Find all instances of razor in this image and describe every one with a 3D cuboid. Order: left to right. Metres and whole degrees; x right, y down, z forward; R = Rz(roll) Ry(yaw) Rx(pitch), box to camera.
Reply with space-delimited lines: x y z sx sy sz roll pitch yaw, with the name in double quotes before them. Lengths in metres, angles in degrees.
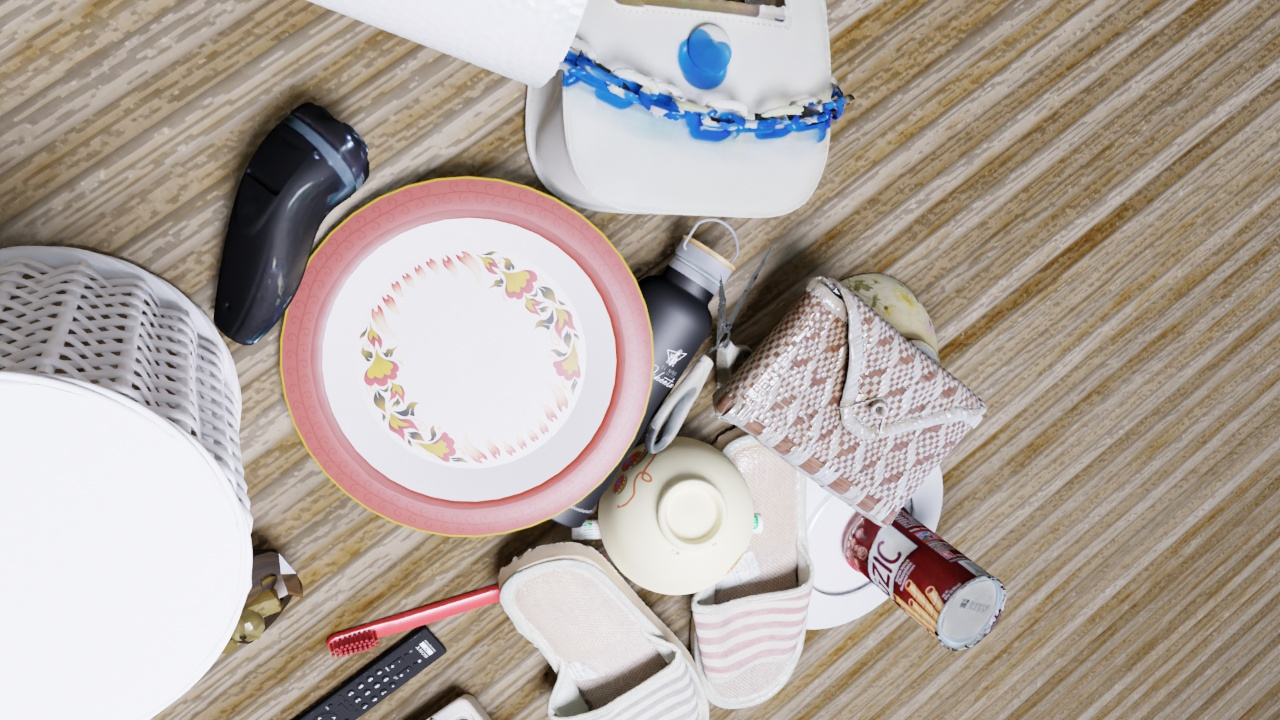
"razor" -0.198 -0.074 0.519 0.063 0.053 0.141 1 121 -61

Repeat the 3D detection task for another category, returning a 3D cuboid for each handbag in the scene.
"handbag" 0.032 -0.187 0.562 0.200 0.093 0.200 -5 105 -24
"handbag" 0.155 0.034 0.662 0.185 0.047 0.124 34 102 -24

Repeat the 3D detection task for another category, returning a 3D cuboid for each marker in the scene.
"marker" 0.020 0.127 0.700 0.145 0.017 0.017 -1 112 -7

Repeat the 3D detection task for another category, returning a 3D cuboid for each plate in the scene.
"plate" -0.106 0.000 0.581 0.229 0.021 0.230 -2 102 -9
"plate" 0.191 0.154 0.818 0.208 0.015 0.209 -10 114 -22

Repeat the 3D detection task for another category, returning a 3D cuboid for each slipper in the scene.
"slipper" -0.022 0.240 0.713 0.114 0.054 0.273 -25 123 2
"slipper" 0.092 0.180 0.753 0.115 0.052 0.263 -4 110 -14

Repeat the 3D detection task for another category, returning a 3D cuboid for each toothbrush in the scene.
"toothbrush" -0.121 0.179 0.676 0.212 0.018 0.012 -13 115 -21

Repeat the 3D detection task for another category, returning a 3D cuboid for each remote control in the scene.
"remote control" -0.207 0.245 0.666 0.140 0.009 0.030 -35 122 -9

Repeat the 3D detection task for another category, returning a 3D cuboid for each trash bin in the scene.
"trash bin" -0.112 -0.223 0.453 0.161 0.133 0.133 9 106 -24

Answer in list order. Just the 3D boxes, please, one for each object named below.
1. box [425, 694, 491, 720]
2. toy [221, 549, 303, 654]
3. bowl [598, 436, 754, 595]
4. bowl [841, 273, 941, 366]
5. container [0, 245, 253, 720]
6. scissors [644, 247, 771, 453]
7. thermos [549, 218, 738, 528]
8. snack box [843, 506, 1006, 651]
"box" -0.134 0.350 0.636 0.143 0.099 0.184 -37 79 -10
"toy" -0.263 0.157 0.569 0.099 0.062 0.076 -29 140 -33
"bowl" 0.031 0.110 0.656 0.118 0.074 0.118 1 80 -7
"bowl" 0.190 0.009 0.728 0.145 0.063 0.145 -9 112 -23
"container" -0.291 0.058 0.442 0.189 0.187 0.189 -10 114 -22
"scissors" 0.051 -0.001 0.639 0.157 0.012 0.171 -54 156 -2
"thermos" -0.004 0.004 0.634 0.061 0.061 0.231 30 95 -32
"snack box" 0.234 0.177 0.767 0.072 0.121 0.072 -10 115 -22
